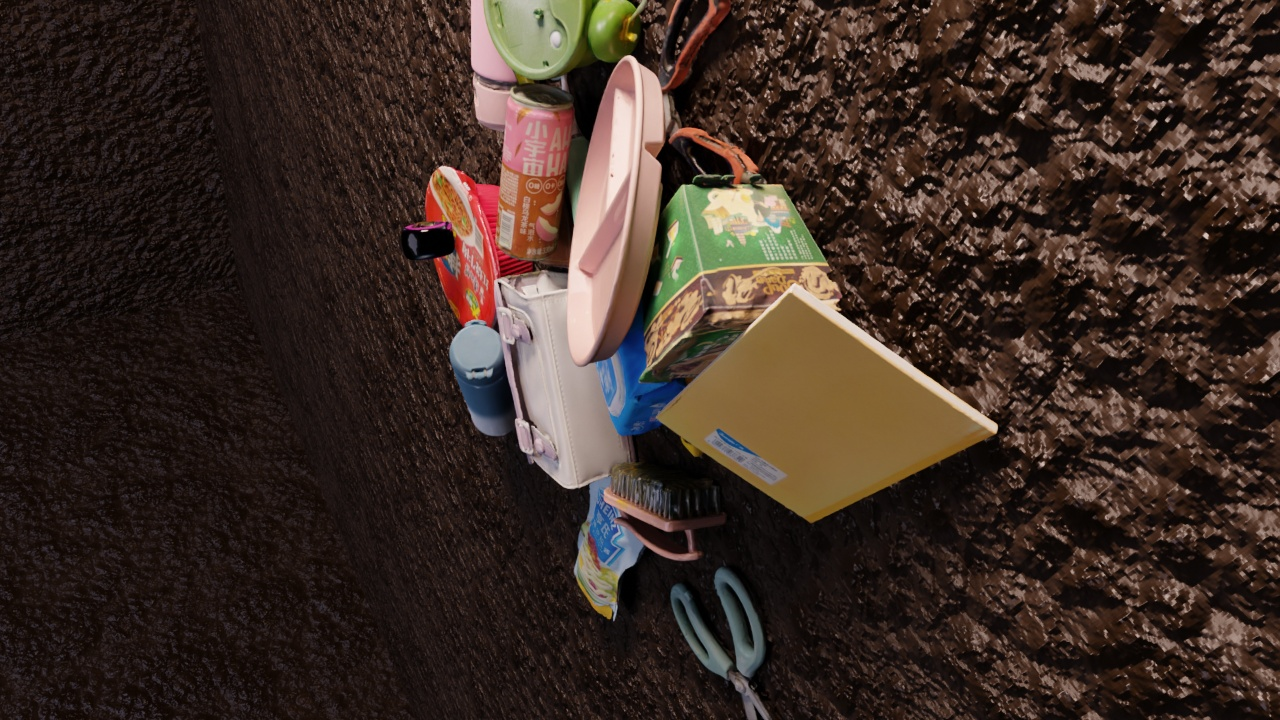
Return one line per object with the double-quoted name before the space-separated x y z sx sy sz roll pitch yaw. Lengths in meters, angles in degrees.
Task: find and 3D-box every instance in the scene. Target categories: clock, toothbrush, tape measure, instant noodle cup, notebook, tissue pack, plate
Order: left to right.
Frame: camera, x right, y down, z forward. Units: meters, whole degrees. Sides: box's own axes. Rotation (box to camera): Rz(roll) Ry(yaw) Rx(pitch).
"tape measure" -0.232 -0.133 1.002 0.058 0.057 0.039 -150 50 -62
"instant noodle cup" -0.177 -0.126 1.036 0.194 0.065 0.194 39 138 47
"clock" -0.055 -0.286 0.719 0.161 0.056 0.116 2 109 43
"toothbrush" -0.055 -0.166 0.830 0.026 0.027 0.224 -31 -68 -76
"plate" -0.020 -0.107 0.685 0.230 0.028 0.229 -173 91 -76
"tissue pack" -0.005 0.005 0.784 0.157 0.052 0.095 115 140 -68
"notebook" 0.106 0.040 0.597 0.146 0.010 0.207 34 148 -4

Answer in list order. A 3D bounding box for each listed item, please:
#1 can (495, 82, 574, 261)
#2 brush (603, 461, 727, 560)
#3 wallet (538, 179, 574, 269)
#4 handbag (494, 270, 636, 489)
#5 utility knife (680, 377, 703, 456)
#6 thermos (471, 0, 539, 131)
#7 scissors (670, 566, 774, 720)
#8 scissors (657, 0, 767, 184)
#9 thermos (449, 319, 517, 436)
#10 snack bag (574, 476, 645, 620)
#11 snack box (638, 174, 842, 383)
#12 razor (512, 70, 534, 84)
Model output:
"can" -0.094 -0.164 0.812 0.058 0.057 0.148 45 136 41
"brush" 0.013 0.135 0.842 0.146 0.063 0.073 7 99 59
"wallet" -0.086 -0.153 0.896 0.101 0.032 0.124 15 117 60
"handbag" -0.086 0.013 0.926 0.145 0.098 0.197 22 124 62
"utility knife" 0.035 0.010 0.784 0.033 0.015 0.154 18 120 60
"thermos" -0.124 -0.316 0.840 0.087 0.067 0.199 -116 25 -45
"scissors" 0.074 0.264 0.855 0.179 0.019 0.173 6 111 59
"scissors" 0.025 -0.192 0.690 0.222 0.015 0.189 36 135 47
"thermos" -0.175 0.024 1.053 0.070 0.070 0.221 62 167 19
"snack bag" -0.034 0.194 0.992 0.191 0.038 0.110 105 150 -44
"snack box" 0.058 -0.055 0.624 0.118 0.118 0.105 134 128 -59
"razor" -0.105 -0.264 0.808 0.022 0.042 0.143 -8 125 23
